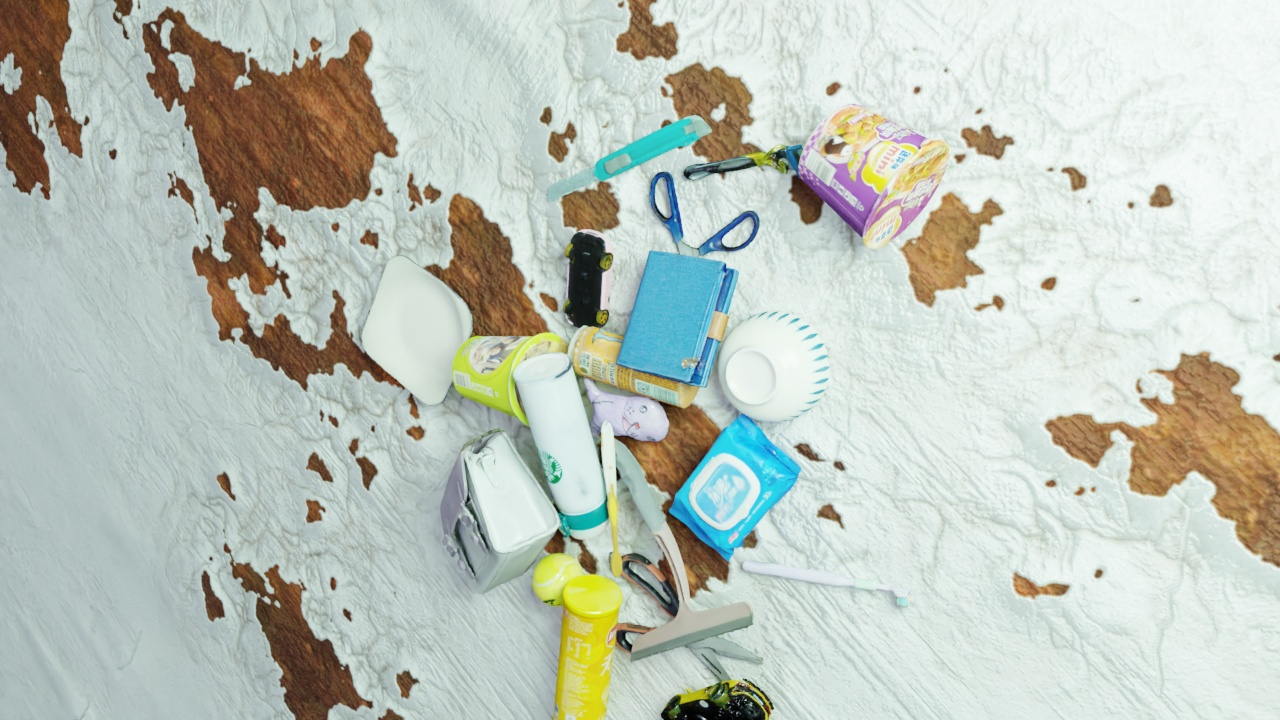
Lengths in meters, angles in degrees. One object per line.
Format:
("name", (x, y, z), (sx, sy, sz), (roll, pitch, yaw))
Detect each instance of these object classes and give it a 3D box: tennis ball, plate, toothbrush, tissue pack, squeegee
("tennis ball", (-0.102, 0.273, 1.142), (0.066, 0.065, 0.065), (7, 105, 30))
("plate", (-0.285, -0.041, 1.201), (0.163, 0.034, 0.165), (37, 118, 19))
("toothbrush", (0.195, 0.236, 0.981), (0.189, 0.029, 0.021), (4, 62, 32))
("toothbrush", (-0.035, 0.161, 1.066), (0.018, 0.016, 0.191), (17, 114, 59))
("tissue pack", (0.098, 0.141, 0.998), (0.095, 0.052, 0.157), (42, 119, 17))
("squeegee", (0.019, 0.201, 1.049), (0.248, 0.040, 0.249), (-38, 70, 51))

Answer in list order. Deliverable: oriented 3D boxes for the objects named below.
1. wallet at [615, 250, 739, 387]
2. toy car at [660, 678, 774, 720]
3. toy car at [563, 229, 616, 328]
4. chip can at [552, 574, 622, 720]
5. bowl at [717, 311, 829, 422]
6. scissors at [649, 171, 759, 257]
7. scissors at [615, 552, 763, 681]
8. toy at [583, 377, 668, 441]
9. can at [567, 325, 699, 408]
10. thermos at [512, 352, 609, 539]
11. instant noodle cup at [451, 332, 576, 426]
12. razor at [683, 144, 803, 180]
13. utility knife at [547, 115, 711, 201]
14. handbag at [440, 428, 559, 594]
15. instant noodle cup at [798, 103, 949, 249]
("wallet", (0.039, -0.045, 0.968), (0.106, 0.040, 0.133), (14, 85, 26))
("toy car", (0.085, 0.408, 1.065), (0.071, 0.041, 0.156), (47, 133, -7))
("toy car", (-0.058, -0.092, 1.052), (0.056, 0.037, 0.123), (21, 123, 23))
("chip can", (-0.067, 0.369, 1.124), (0.072, 0.071, 0.214), (19, 117, 27))
("bowl", (0.128, 0.011, 0.942), (0.117, 0.066, 0.116), (7, 104, 30))
("scissors", (0.057, -0.123, 0.988), (0.163, 0.012, 0.173), (-9, 98, 33))
("scissors", (0.039, 0.319, 1.097), (0.227, 0.015, 0.189), (-12, 94, 32))
("toy", (-0.016, 0.061, 1.054), (0.108, 0.038, 0.084), (11, 126, 30))
("can", (-0.006, 0.006, 1.022), (0.146, 0.058, 0.058), (17, 109, 22))
("thermos", (-0.086, 0.105, 1.054), (0.073, 0.073, 0.224), (4, 121, 31))
("instant noodle cup", (-0.158, 0.016, 1.101), (0.124, 0.111, 0.112), (10, 106, 38))
("razor", (0.107, -0.200, 0.936), (0.143, 0.022, 0.043), (0, 145, 35))
("utility knife", (-0.020, -0.220, 1.012), (0.224, 0.013, 0.029), (-18, 91, 33))
("handbag", (-0.185, 0.190, 1.120), (0.145, 0.098, 0.198), (62, 151, 18))
("instant noodle cup", (0.207, -0.174, 0.836), (0.099, 0.111, 0.112), (45, 120, 27))
